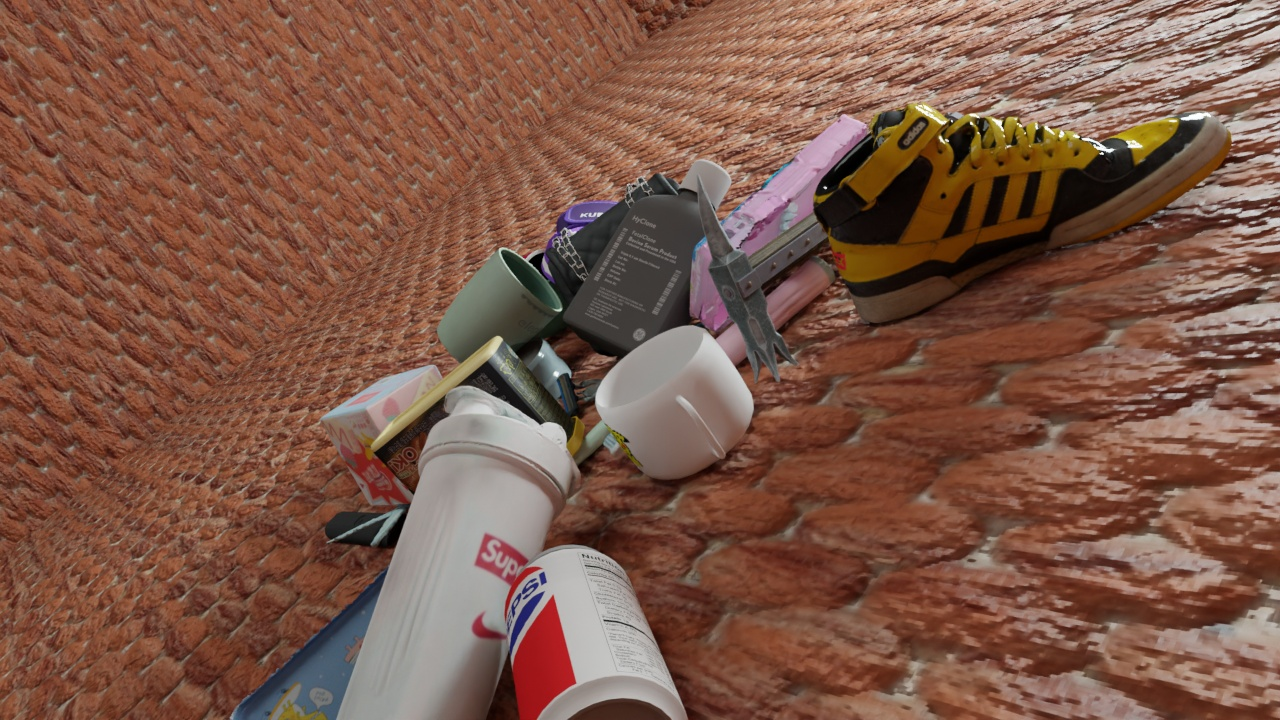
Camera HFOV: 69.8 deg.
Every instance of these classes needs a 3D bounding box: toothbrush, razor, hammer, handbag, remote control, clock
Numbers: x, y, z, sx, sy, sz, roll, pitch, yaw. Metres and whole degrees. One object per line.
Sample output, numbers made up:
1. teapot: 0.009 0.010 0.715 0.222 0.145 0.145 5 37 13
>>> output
1. toothbrush: 0.060 -0.003 0.694 0.222 0.027 0.026 -39 54 -11
2. razor: -0.005 0.005 0.793 0.144 0.022 0.042 -26 59 13
3. toothbrush: -0.050 0.078 0.707 0.154 0.015 0.022 -46 -8 -28
4. hammer: 0.165 -0.126 0.701 0.315 0.147 0.028 -36 18 -32
5. handbag: -0.006 -0.089 0.818 0.154 0.125 0.114 -35 -3 6
6. remote control: -0.255 0.155 0.857 0.147 0.015 0.033 -9 33 50
7. clock: -0.130 0.035 0.882 0.123 0.045 0.159 -31 19 14

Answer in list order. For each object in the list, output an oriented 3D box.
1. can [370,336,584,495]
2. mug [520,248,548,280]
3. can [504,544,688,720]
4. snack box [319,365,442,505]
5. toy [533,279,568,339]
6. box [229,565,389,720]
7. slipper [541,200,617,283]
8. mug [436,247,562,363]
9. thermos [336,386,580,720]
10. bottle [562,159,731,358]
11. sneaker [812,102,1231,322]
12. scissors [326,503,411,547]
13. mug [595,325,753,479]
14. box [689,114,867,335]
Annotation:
1. can: -0.126 0.060 0.712 0.131 0.101 0.072 -38 12 9
2. mug: -0.123 -0.091 1.111 0.117 0.082 0.098 -24 10 -37
3. can: -0.026 0.146 0.439 0.070 0.070 0.132 -36 20 -1
4. snack box: -0.208 0.067 0.801 0.093 0.095 0.079 -11 21 47
5. toy: -0.101 -0.055 0.999 0.085 0.033 0.105 1 -38 -51
6. box: -0.149 0.189 0.582 0.209 0.043 0.125 -43 43 -21
7. slipper: -0.044 -0.138 1.007 0.266 0.107 0.084 -99 27 -71
8. mug: -0.136 -0.045 0.907 0.104 0.084 0.111 -43 -11 14
9. thermos: -0.102 0.125 0.532 0.100 0.099 0.219 -20 42 36
10. bottle: 0.018 -0.084 0.748 0.084 0.046 0.173 25 79 24
11. sneaker: 0.220 -0.122 0.573 0.239 0.122 0.085 -27 24 25
12. scissors: -0.193 0.118 0.812 0.177 0.013 0.170 -22 11 11
13. mug: 0.027 0.032 0.611 0.094 0.068 0.115 -37 20 -4
14. box: 0.132 -0.108 0.749 0.071 0.085 0.229 29 53 24
